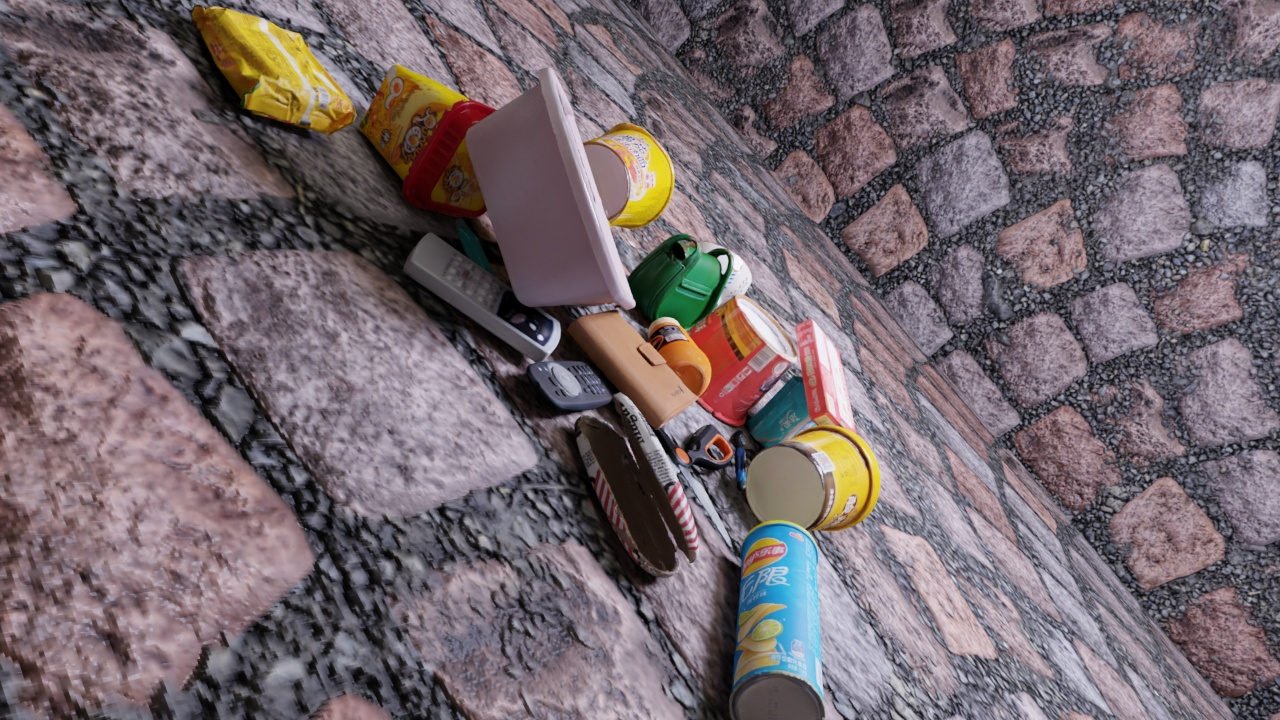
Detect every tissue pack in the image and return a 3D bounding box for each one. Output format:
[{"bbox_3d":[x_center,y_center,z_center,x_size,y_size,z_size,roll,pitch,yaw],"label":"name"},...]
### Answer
[{"bbox_3d":[0.199,0.068,1.161,0.050,0.093,0.133,51,21,22],"label":"tissue pack"}]

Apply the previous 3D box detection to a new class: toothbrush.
[{"bbox_3d":[0.109,0.108,0.995,0.016,0.014,0.189,59,11,-8],"label":"toothbrush"}]

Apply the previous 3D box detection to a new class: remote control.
[{"bbox_3d":[-0.136,-0.055,0.810,0.150,0.021,0.058,35,31,-16],"label":"remote control"},{"bbox_3d":[-0.065,0.024,0.822,0.053,0.024,0.136,53,18,14],"label":"remote control"}]

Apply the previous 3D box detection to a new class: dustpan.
[{"bbox_3d":[-0.042,-0.150,0.839,0.272,0.139,0.222,-28,99,-59],"label":"dustpan"}]

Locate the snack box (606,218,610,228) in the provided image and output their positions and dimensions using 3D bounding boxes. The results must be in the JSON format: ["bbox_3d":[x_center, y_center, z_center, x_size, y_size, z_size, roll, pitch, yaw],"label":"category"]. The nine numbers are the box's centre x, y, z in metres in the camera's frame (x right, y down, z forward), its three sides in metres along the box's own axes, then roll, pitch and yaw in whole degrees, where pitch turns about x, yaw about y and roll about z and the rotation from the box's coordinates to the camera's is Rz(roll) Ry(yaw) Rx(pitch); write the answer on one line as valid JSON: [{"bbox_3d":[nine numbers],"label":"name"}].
[{"bbox_3d":[-0.092,-0.160,1.042,0.091,0.082,0.080,38,9,-25],"label":"snack box"}]

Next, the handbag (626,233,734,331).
[{"bbox_3d":[0.053,-0.098,1.144,0.131,0.120,0.068,9,36,-55],"label":"handbag"}]

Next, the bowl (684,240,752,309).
[{"bbox_3d":[0.095,-0.112,1.305,0.113,0.114,0.062,37,66,-23],"label":"bowl"}]

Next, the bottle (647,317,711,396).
[{"bbox_3d":[0.036,-0.010,1.037,0.066,0.067,0.149,37,15,-24],"label":"bottle"}]

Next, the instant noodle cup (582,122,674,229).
[{"bbox_3d":[-0.040,-0.238,1.215,0.138,0.138,0.109,49,29,6],"label":"instant noodle cup"}]

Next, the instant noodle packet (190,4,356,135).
[{"bbox_3d":[-0.320,-0.252,0.805,0.110,0.044,0.128,0,46,-54],"label":"instant noodle packet"}]

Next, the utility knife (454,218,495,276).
[{"bbox_3d":[-0.145,-0.076,0.864,0.029,0.013,0.166,15,40,-51],"label":"utility knife"}]

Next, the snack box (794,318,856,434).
[{"bbox_3d":[0.222,0.026,1.101,0.075,0.026,0.152,43,32,-36],"label":"snack box"}]

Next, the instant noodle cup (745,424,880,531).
[{"bbox_3d":[0.181,0.131,0.987,0.114,0.119,0.118,0,50,-53],"label":"instant noodle cup"}]

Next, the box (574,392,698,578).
[{"bbox_3d":[0.009,0.096,0.758,0.075,0.082,0.163,32,22,-48],"label":"box"}]

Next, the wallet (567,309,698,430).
[{"bbox_3d":[-0.005,0.005,0.912,0.132,0.031,0.107,49,21,8],"label":"wallet"}]

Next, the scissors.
[{"bbox_3d":[0.034,0.088,0.904,0.233,0.022,0.220,54,23,22],"label":"scissors"}]

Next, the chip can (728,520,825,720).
[{"bbox_3d":[0.113,0.215,0.754,0.071,0.071,0.209,44,21,-8],"label":"chip can"}]

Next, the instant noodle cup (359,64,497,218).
[{"bbox_3d":[-0.199,-0.218,0.900,0.123,0.116,0.116,42,17,21],"label":"instant noodle cup"}]

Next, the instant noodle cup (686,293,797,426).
[{"bbox_3d":[0.117,-0.005,1.112,0.138,0.109,0.137,40,22,-20],"label":"instant noodle cup"}]
